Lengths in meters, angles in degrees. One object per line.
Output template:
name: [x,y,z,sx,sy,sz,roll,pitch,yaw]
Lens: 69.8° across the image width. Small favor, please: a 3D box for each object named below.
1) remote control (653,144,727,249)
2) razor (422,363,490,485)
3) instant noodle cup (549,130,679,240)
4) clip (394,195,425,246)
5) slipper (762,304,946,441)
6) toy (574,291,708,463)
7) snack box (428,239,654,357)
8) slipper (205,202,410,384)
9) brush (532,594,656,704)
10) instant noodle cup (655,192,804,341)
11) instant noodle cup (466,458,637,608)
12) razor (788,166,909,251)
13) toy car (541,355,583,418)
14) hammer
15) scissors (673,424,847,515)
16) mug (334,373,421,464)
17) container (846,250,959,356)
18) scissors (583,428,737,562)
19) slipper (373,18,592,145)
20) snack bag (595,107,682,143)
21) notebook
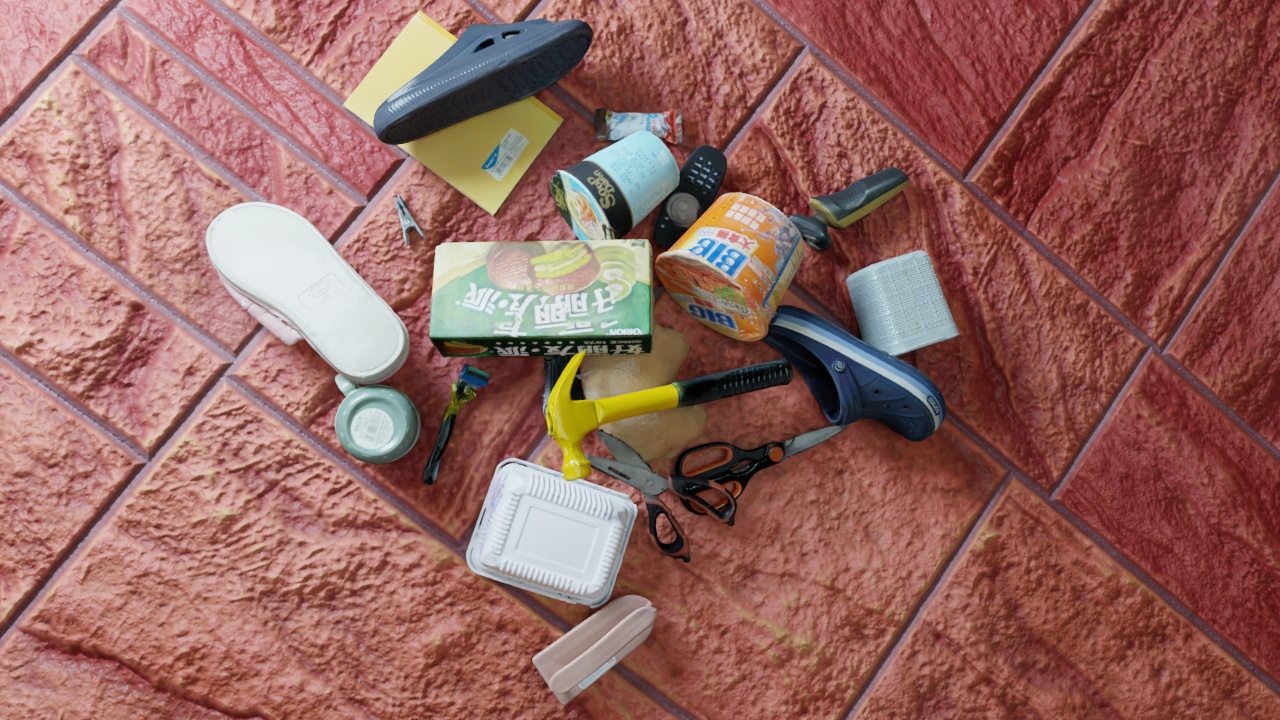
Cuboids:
remote control: [0.059,-0.193,1.096,0.053,0.024,0.136,29,84,-10]
razor: [-0.215,0.073,1.033,0.042,0.022,0.142,27,84,-53]
instant noodle cup: [-0.022,-0.197,1.045,0.120,0.111,0.111,-38,94,-18]
clip: [-0.265,-0.158,1.034,0.028,0.024,0.057,-22,98,-7]
slipper: [0.246,0.028,1.079,0.253,0.105,0.095,33,80,-8]
toy: [-0.006,0.006,1.049,0.143,0.083,0.226,-14,88,-31]
snack box: [-0.105,-0.067,1.002,0.240,0.063,0.114,0,70,2]
slipper: [-0.353,-0.071,0.979,0.274,0.054,0.114,38,71,14]
brush: [-0.044,0.317,1.027,0.145,0.073,0.063,-34,93,-12]
instant noodle cup: [0.108,-0.111,1.045,0.151,0.152,0.111,39,72,-7]
instant noodle cup: [-0.096,0.198,1.030,0.173,0.060,0.138,20,84,-8]
razor: [0.261,-0.189,1.125,0.167,0.062,0.068,-30,123,-16]
toy car: [-0.089,0.025,1.049,0.048,0.031,0.105,4,83,-39]
hammer: [0.038,0.037,1.001,0.300,0.033,0.128,-11,86,-26]
scissors: [0.151,0.129,1.104,0.234,0.022,0.125,1,96,-16]
mug: [-0.286,0.057,0.976,0.082,0.106,0.112,-38,94,-10]
container: [0.312,-0.066,1.107,0.090,0.090,0.111,-16,87,-12]
scissors: [0.019,0.154,1.035,0.196,0.015,0.214,-9,115,-17]
slipper: [-0.179,-0.327,1.006,0.268,0.111,0.083,-28,89,-10]
snack bag: [-0.002,-0.279,1.088,0.104,0.026,0.048,1,73,-12]
notebook: [-0.212,-0.284,1.056,0.206,0.010,0.145,35,81,-7]
